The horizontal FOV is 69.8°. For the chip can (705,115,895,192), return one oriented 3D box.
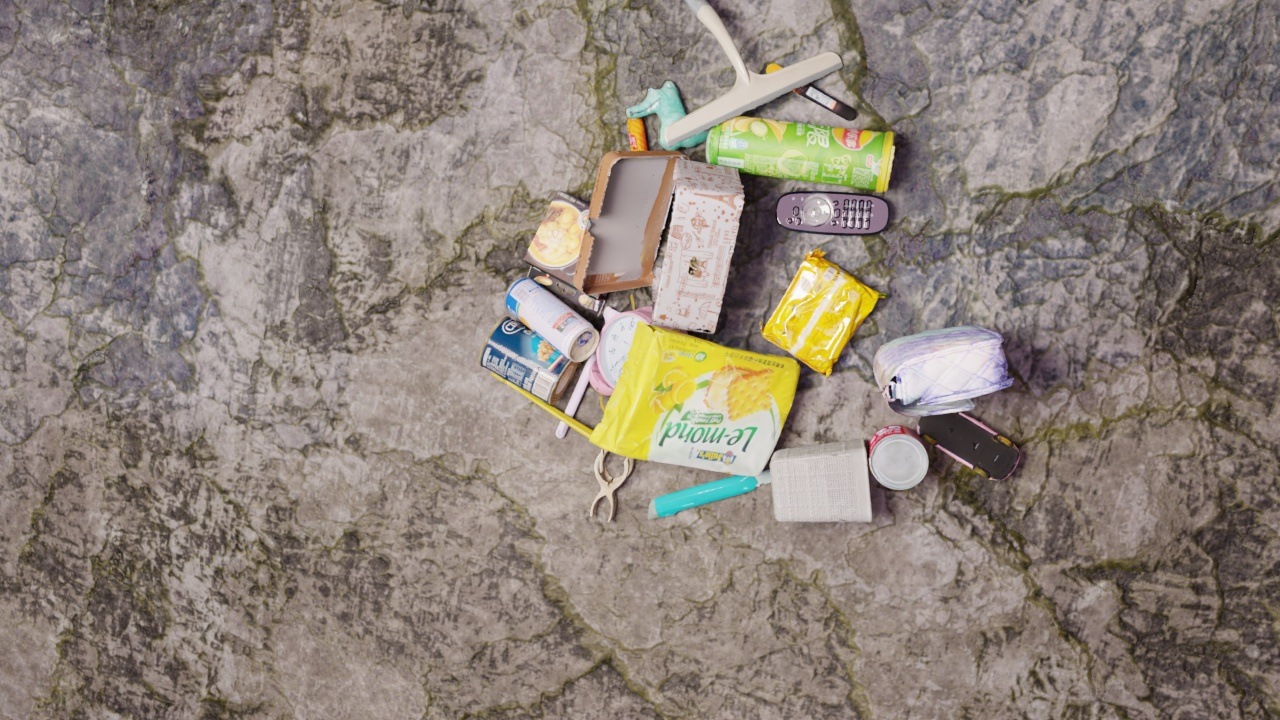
[{"bbox_3d":[0.189,-0.251,1.102,0.221,0.072,0.072,10,96,11],"label":"chip can"}]

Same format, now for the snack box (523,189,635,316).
[{"bbox_3d":[-0.080,-0.138,1.186,0.113,0.053,0.126,27,94,9],"label":"snack box"}]

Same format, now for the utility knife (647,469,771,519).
[{"bbox_3d":[0.105,0.167,1.183,0.208,0.013,0.029,-17,93,10],"label":"utility knife"}]

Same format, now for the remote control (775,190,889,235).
[{"bbox_3d":[0.234,-0.180,1.122,0.136,0.024,0.053,6,97,13],"label":"remote control"}]

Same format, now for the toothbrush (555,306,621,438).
[{"bbox_3d":[-0.071,0.019,1.209,0.029,0.021,0.189,27,101,8],"label":"toothbrush"}]

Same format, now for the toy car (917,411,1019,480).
[{"bbox_3d":[0.394,0.096,1.104,0.122,0.037,0.056,34,97,21],"label":"toy car"}]

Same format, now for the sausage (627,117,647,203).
[{"bbox_3d":[0.004,-0.235,1.170,0.021,0.021,0.165,-9,92,13],"label":"sausage"}]

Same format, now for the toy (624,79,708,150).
[{"bbox_3d":[0.032,-0.305,1.152,0.096,0.030,0.092,-18,87,-6],"label":"toy"}]

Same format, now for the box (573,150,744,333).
[{"bbox_3d":[0.015,-0.151,1.085,0.178,0.152,0.183,8,117,-5],"label":"box"}]

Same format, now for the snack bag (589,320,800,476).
[{"bbox_3d":[0.072,0.047,1.097,0.246,0.068,0.158,13,105,-29],"label":"snack bag"}]

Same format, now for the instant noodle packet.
[{"bbox_3d":[0.221,-0.060,1.125,0.111,0.044,0.128,33,104,2],"label":"instant noodle packet"}]

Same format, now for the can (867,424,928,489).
[{"bbox_3d":[0.305,0.113,1.093,0.066,0.093,0.066,1,95,13],"label":"can"}]

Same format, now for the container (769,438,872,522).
[{"bbox_3d":[0.219,0.148,1.117,0.114,0.090,0.090,-6,93,12],"label":"container"}]

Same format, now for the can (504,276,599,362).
[{"bbox_3d":[-0.113,-0.053,1.169,0.134,0.053,0.053,38,102,32],"label":"can"}]

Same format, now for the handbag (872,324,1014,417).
[{"bbox_3d":[0.333,0.011,1.028,0.134,0.193,0.075,-13,94,13],"label":"handbag"}]

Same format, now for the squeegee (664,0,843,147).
[{"bbox_3d":[0.082,-0.410,1.108,0.246,0.039,0.246,-27,75,-11],"label":"squeegee"}]

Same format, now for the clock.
[{"bbox_3d":[-0.007,0.007,1.153,0.117,0.059,0.159,36,114,33],"label":"clock"}]

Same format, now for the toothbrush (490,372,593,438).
[{"bbox_3d":[-0.120,0.059,1.211,0.190,0.015,0.016,31,98,17],"label":"toothbrush"}]

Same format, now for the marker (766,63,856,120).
[{"bbox_3d":[0.209,-0.328,1.122,0.124,0.015,0.018,31,102,6],"label":"marker"}]

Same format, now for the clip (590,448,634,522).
[{"bbox_3d":[-0.052,0.155,1.209,0.083,0.034,0.105,33,108,5],"label":"clip"}]

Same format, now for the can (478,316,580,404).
[{"bbox_3d":[-0.143,0.001,1.194,0.111,0.075,0.075,29,100,8],"label":"can"}]
